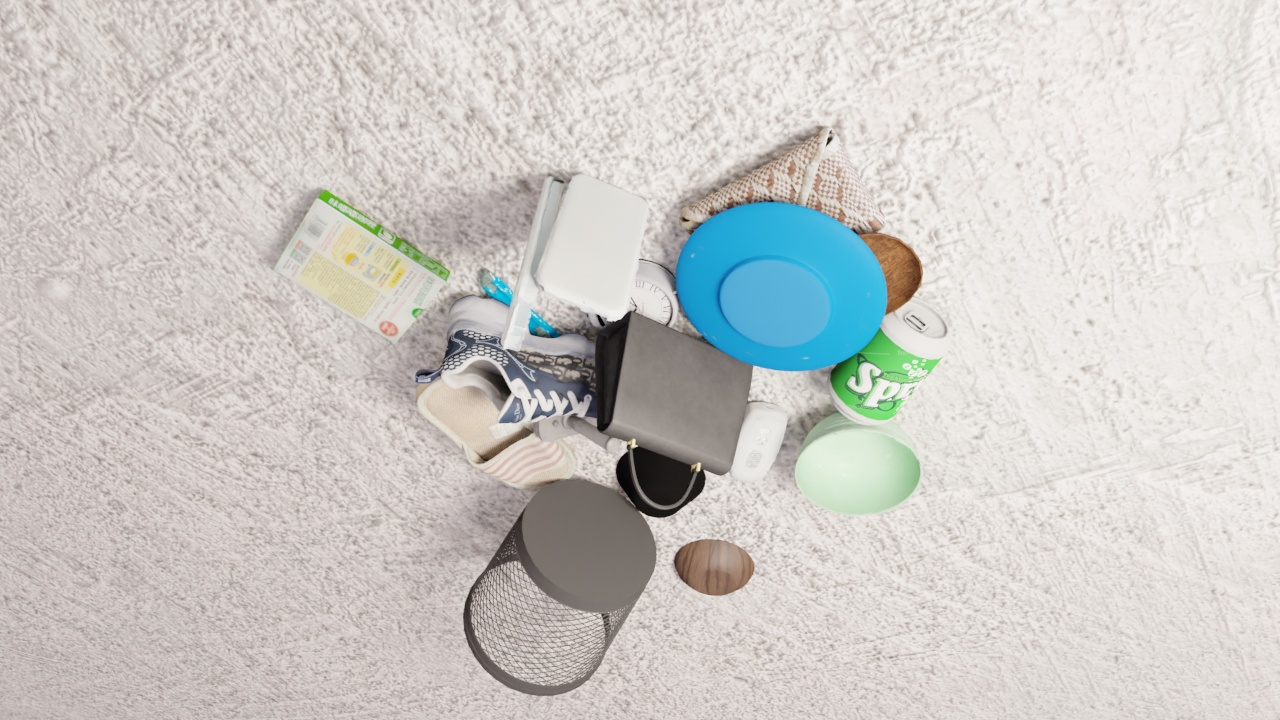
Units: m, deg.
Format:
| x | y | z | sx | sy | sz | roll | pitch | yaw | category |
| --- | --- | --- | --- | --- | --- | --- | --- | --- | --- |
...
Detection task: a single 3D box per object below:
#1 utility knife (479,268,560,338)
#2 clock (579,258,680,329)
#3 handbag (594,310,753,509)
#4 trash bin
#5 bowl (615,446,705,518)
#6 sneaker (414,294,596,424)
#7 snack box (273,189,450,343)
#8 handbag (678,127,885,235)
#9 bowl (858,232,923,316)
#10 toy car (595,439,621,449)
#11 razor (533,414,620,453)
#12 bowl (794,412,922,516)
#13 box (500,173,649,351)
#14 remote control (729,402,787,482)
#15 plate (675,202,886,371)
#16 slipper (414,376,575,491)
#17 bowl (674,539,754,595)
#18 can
| x | y | z | sx | sy | sz | roll | pitch | yaw | category |
| --- | --- | --- | --- | --- | --- | --- | --- | --- | --- |
| -0.114 | -0.033 | 1.113 | 0.031 | 0.015 | 0.220 | -30 | 121 | 36 | utility knife |
| -0.013 | -0.069 | 1.051 | 0.122 | 0.035 | 0.095 | 6 | 130 | 3 | clock |
| 0.032 | 0.072 | 1.024 | 0.175 | 0.195 | 0.072 | 22 | 149 | -28 | handbag |
| -0.108 | 0.307 | 1.265 | 0.217 | 0.217 | 0.228 | 22 | 130 | -9 | trash bin |
| 0.024 | 0.175 | 1.238 | 0.124 | 0.052 | 0.124 | 5 | 130 | 6 | bowl |
| -0.121 | 0.032 | 1.071 | 0.269 | 0.132 | 0.103 | 24 | 139 | -1 | sneaker |
| -0.328 | -0.107 | 1.079 | 0.168 | 0.027 | 0.132 | 34 | 128 | -19 | snack box |
| 0.145 | -0.146 | 0.952 | 0.186 | 0.046 | 0.124 | -26 | 122 | 28 | handbag |
| 0.234 | -0.091 | 0.953 | 0.102 | 0.026 | 0.114 | 40 | 127 | -20 | bowl |
| -0.011 | 0.076 | 1.174 | 0.113 | 0.039 | 0.039 | -29 | 99 | 28 | toy car |
| -0.064 | 0.085 | 1.120 | 0.088 | 0.116 | 0.047 | -13 | 113 | -34 | razor |
| 0.266 | 0.115 | 1.130 | 0.151 | 0.076 | 0.151 | 5 | 131 | 6 | bowl |
| -0.072 | -0.091 | 0.929 | 0.129 | 0.209 | 0.105 | 20 | 132 | -5 | box |
| 0.146 | 0.105 | 1.161 | 0.060 | 0.028 | 0.114 | 8 | 121 | -10 | remote control |
| 0.143 | -0.065 | 0.968 | 0.224 | 0.024 | 0.225 | 11 | 135 | 12 | plate |
| -0.177 | 0.100 | 1.173 | 0.115 | 0.052 | 0.263 | -35 | 131 | 13 | slipper |
| 0.108 | 0.315 | 1.355 | 0.119 | 0.032 | 0.119 | 5 | 130 | 6 | bowl |
| 0.275 | 0.002 | 1.025 | 0.088 | 0.087 | 0.140 | 21 | 130 | -8 | can |
